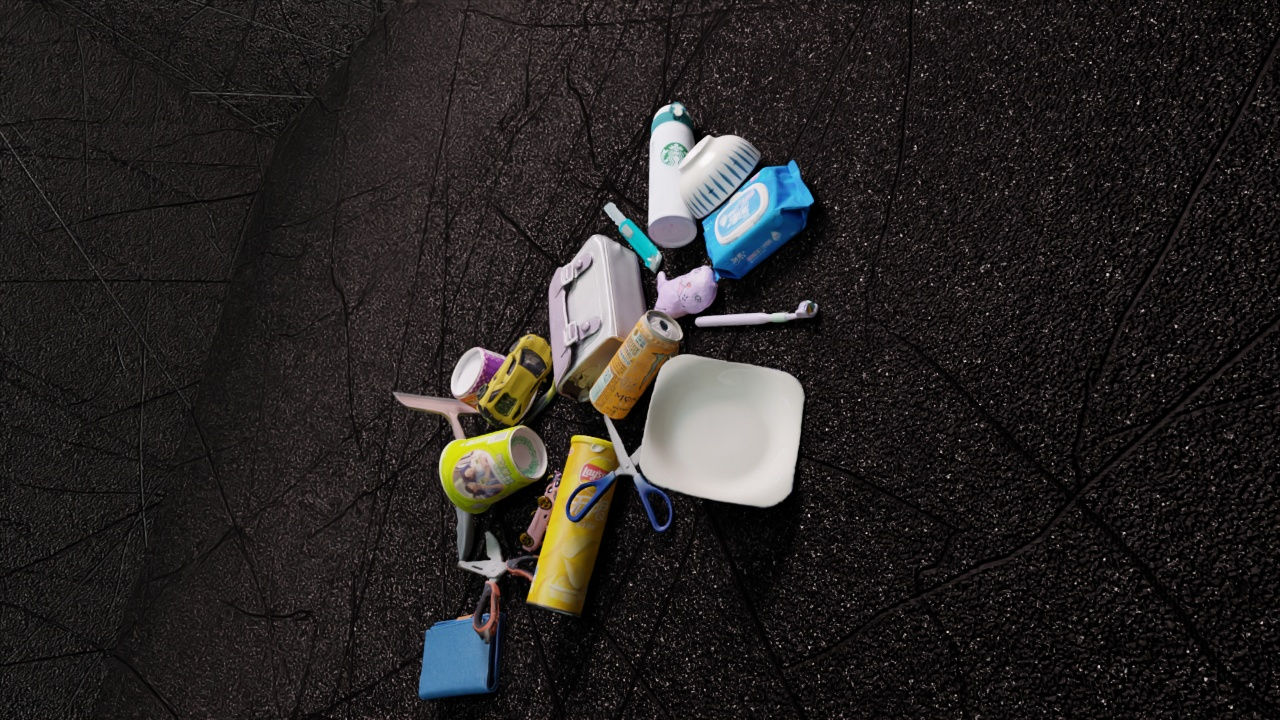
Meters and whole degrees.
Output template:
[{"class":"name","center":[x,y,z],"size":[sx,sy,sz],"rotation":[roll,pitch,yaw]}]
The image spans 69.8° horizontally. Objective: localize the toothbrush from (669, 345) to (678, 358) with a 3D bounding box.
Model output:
[{"class":"toothbrush","center":[0.035,0.051,1.136],"size":[0.016,0.018,0.191],"rotation":[-12,56,27]}]

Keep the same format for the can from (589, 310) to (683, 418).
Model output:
[{"class":"can","center":[-0.007,0.007,1.161],"size":[0.146,0.058,0.058],"rotation":[-54,34,31]}]

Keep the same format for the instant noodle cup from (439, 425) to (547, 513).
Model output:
[{"class":"instant noodle cup","center":[-0.201,0.148,1.299],"size":[0.124,0.111,0.111],"rotation":[-22,51,30]}]

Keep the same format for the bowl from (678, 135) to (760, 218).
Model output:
[{"class":"bowl","center":[0.092,-0.247,1.186],"size":[0.116,0.066,0.116],"rotation":[-45,13,13]}]

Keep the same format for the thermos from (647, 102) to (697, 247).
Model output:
[{"class":"thermos","center":[0.046,-0.267,1.292],"size":[0.073,0.073,0.223],"rotation":[-28,47,38]}]

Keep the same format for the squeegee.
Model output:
[{"class":"squeegee","center":[-0.267,0.172,1.358],"size":[0.040,0.247,0.249],"rotation":[-11,82,17]}]

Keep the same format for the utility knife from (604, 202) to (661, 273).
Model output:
[{"class":"utility knife","center":[-0.015,-0.188,1.361],"size":[0.029,0.013,0.223],"rotation":[-52,37,13]}]

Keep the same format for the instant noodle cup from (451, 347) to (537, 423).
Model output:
[{"class":"instant noodle cup","center":[-0.228,0.036,1.404],"size":[0.112,0.099,0.111],"rotation":[-30,48,38]}]

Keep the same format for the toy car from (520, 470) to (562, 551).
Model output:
[{"class":"toy car","center":[-0.123,0.199,1.197],"size":[0.056,0.037,0.123],"rotation":[-72,6,-58]}]

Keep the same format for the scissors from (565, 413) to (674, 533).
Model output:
[{"class":"scissors","center":[-0.014,0.139,1.093],"size":[0.173,0.012,0.162],"rotation":[-46,61,-7]}]

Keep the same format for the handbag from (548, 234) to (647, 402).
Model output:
[{"class":"handbag","center":[-0.067,-0.058,1.276],"size":[0.145,0.098,0.196],"rotation":[-43,39,33]}]

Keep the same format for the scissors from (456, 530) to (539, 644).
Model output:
[{"class":"scissors","center":[-0.187,0.291,1.233],"size":[0.189,0.015,0.226],"rotation":[-29,30,20]}]

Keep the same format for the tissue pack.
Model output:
[{"class":"tissue pack","center":[0.140,-0.173,1.126],"size":[0.157,0.052,0.094],"rotation":[-38,42,30]}]

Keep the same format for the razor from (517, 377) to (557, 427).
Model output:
[{"class":"razor","center":[-0.140,0.055,1.348],"size":[0.143,0.022,0.042],"rotation":[-53,2,19]}]

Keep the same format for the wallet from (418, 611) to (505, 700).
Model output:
[{"class":"wallet","center":[-0.239,0.395,1.228],"size":[0.133,0.040,0.106],"rotation":[-19,54,32]}]

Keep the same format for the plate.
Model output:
[{"class":"plate","center":[0.088,0.077,0.982],"size":[0.164,0.034,0.164],"rotation":[10,62,7]}]

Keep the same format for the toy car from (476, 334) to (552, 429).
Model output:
[{"class":"toy car","center":[-0.181,0.029,1.351],"size":[0.041,0.071,0.155],"rotation":[-8,46,58]}]

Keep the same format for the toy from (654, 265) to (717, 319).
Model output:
[{"class":"toy","center":[0.058,-0.087,1.182],"size":[0.108,0.039,0.083],"rotation":[-17,61,46]}]

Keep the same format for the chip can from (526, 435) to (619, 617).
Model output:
[{"class":"chip can","center":[-0.078,0.203,1.133],"size":[0.072,0.072,0.213],"rotation":[-5,64,50]}]

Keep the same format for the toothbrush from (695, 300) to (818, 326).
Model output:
[{"class":"toothbrush","center":[0.130,-0.052,1.087],"size":[0.190,0.029,0.021],"rotation":[-4,102,51]}]
